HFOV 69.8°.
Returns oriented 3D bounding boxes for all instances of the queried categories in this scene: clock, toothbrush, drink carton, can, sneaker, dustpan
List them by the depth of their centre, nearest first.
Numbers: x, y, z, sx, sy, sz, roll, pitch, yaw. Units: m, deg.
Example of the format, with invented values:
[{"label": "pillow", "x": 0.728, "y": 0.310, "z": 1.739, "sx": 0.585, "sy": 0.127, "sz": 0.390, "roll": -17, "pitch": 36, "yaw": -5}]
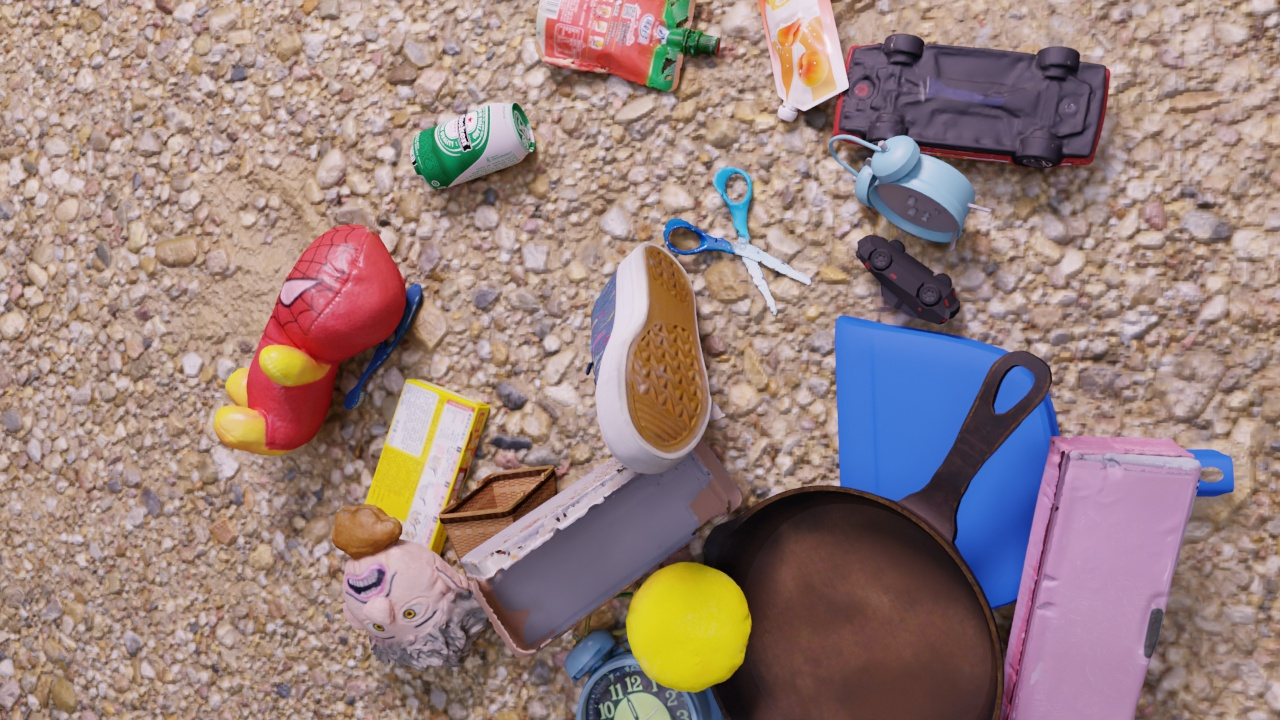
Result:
[{"label": "dustpan", "x": 0.279, "y": 0.083, "z": 0.664, "sx": 0.258, "sy": 0.059, "sz": 0.245, "roll": -3, "pitch": 87, "yaw": 25}, {"label": "clock", "x": 0.192, "y": -0.129, "z": 0.682, "sx": 0.123, "sy": 0.087, "sz": 0.042, "roll": 32, "pitch": 83, "yaw": 3}, {"label": "sneaker", "x": -0.004, "y": 0.004, "z": 0.685, "sx": 0.087, "sy": 0.235, "sz": 0.079, "roll": 38, "pitch": 121, "yaw": -24}, {"label": "drink carton", "x": 0.126, "y": -0.257, "z": 0.725, "sx": 0.069, "sy": 0.038, "sz": 0.122, "roll": -18, "pitch": 81, "yaw": 48}, {"label": "clock", "x": 0.000, "y": 0.266, "z": 0.733, "sx": 0.118, "sy": 0.060, "sz": 0.162, "roll": -20, "pitch": 79, "yaw": 15}, {"label": "can", "x": -0.146, "y": -0.185, "z": 0.793, "sx": 0.101, "sy": 0.053, "sz": 0.053, "roll": -16, "pitch": 84, "yaw": 15}, {"label": "toothbrush", "x": -0.231, "y": -0.012, "z": 0.831, "sx": 0.021, "sy": 0.016, "sz": 0.132, "roll": 32, "pitch": 94, "yaw": 14}]

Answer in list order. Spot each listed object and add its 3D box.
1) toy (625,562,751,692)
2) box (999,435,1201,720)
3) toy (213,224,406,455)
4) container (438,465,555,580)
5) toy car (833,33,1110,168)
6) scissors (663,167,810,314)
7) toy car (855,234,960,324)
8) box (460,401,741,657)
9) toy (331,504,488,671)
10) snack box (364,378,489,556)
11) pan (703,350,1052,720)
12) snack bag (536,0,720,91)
[{"label": "toy", "x": 0.035, "y": 0.197, "z": 0.680, "sx": 0.094, "sy": 0.041, "sz": 0.095, "roll": 35, "pitch": 90, "yaw": 12}, {"label": "box", "x": 0.301, "y": 0.164, "z": 0.615, "sx": 0.098, "sy": 0.046, "sz": 0.233, "roll": 3, "pitch": 108, "yaw": -5}, {"label": "toy", "x": -0.281, "y": -0.021, "z": 0.794, "sx": 0.216, "sy": 0.098, "sz": 0.147, "roll": -52, "pitch": 33, "yaw": 10}, {"label": "container", "x": -0.109, "y": 0.132, "z": 0.747, "sx": 0.063, "sy": 0.113, "sz": 0.061, "roll": -9, "pitch": 98, "yaw": 15}, {"label": "toy car", "x": 0.243, "y": -0.191, "z": 0.684, "sx": 0.189, "sy": 0.056, "sz": 0.081, "roll": 11, "pitch": 92, "yaw": 18}, {"label": "scissors", "x": 0.075, "y": -0.087, "z": 0.752, "sx": 0.103, "sy": 0.015, "sz": 0.133, "roll": -28, "pitch": 85, "yaw": 9}, {"label": "toy car", "x": 0.201, "y": -0.060, "z": 0.700, "sx": 0.092, "sy": 0.042, "sz": 0.036, "roll": 40, "pitch": 123, "yaw": 14}, {"label": "box", "x": -0.020, "y": 0.127, "z": 0.683, "sx": 0.215, "sy": 0.095, "sz": 0.108, "roll": -31, "pitch": 103, "yaw": -24}, {"label": "toy", "x": -0.197, "y": 0.193, "z": 0.759, "sx": 0.133, "sy": 0.076, "sz": 0.176, "roll": -23, "pitch": 112, "yaw": 16}, {"label": "snack box", "x": -0.193, "y": 0.099, "z": 0.810, "sx": 0.075, "sy": 0.025, "sz": 0.152, "roll": 20, "pitch": 93, "yaw": 15}, {"label": "pan", "x": 0.177, "y": 0.148, "z": 0.640, "sx": 0.249, "sy": 0.043, "sz": 0.357, "roll": 39, "pitch": 112, "yaw": 30}, {"label": "snack bag", "x": -0.009, "y": -0.277, "z": 0.769, "sx": 0.155, "sy": 0.044, "sz": 0.087, "roll": 13, "pitch": 97, "yaw": 11}]
